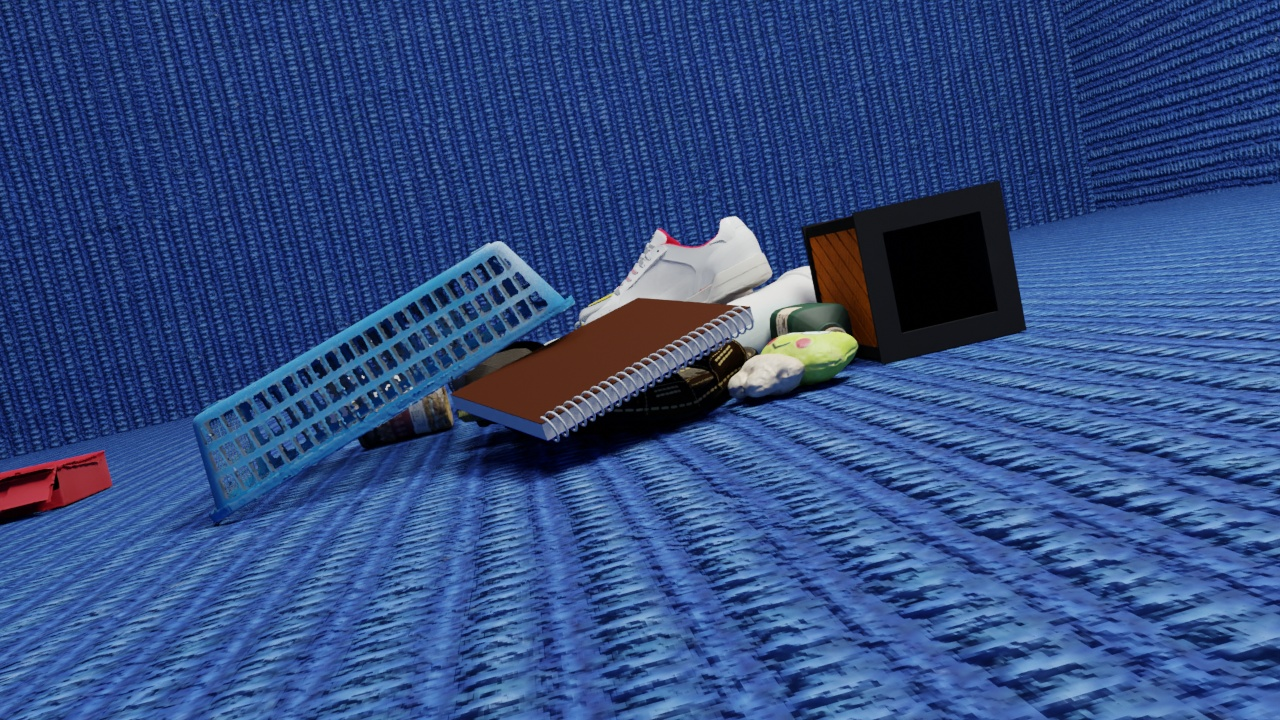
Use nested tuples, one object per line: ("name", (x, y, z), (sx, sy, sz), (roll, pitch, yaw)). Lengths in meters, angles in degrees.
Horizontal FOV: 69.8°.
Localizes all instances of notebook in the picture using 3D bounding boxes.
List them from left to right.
("notebook", (-0.031, -0.001, 0.762), (0.208, 0.022, 0.172), (-29, 21, -29))

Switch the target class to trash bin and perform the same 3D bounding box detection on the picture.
("trash bin", (0.265, -0.086, 0.919), (0.139, 0.140, 0.172), (-13, 5, -4))

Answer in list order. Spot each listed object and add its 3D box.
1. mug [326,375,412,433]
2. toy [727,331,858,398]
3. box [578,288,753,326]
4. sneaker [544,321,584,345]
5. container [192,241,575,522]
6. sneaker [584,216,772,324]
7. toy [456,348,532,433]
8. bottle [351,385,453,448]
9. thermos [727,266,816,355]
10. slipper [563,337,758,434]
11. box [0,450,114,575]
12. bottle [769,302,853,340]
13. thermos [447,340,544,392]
("mug", (-0.347, 0.062, 1.212), (0.096, 0.079, 0.112), (-17, 35, -39))
("toy", (0.129, 0.005, 0.802), (0.115, 0.046, 0.092), (-24, 13, -28))
("box", (0.037, -0.058, 1.144), (0.210, 0.130, 0.036), (-27, 40, 10))
("sneaker", (-0.031, -0.027, 1.236), (0.242, 0.089, 0.090), (-16, 21, 1))
("container", (-0.255, 0.002, 0.899), (0.361, 0.089, 0.257), (-32, 9, -10))
("sneaker", (0.026, -0.094, 1.064), (0.237, 0.104, 0.090), (-25, -5, 21))
("toy", (-0.106, 0.031, 0.889), (0.179, 0.078, 0.153), (-18, 11, -28))
("bottle", (-0.276, 0.063, 1.067), (0.105, 0.056, 0.056), (-13, 5, -6))
("thermos", (0.143, -0.044, 1.028), (0.219, 0.099, 0.100), (-21, 9, -38))
("slipper", (0.022, 0.010, 0.820), (0.113, 0.076, 0.267), (-9, 6, 38))
("box", (-0.823, 0.176, 1.188), (0.214, 0.165, 0.153), (-14, 49, -3))
("bottle", (0.173, -0.025, 0.907), (0.061, 0.061, 0.131), (-11, 5, -5))
("thermos", (-0.179, 0.019, 1.167), (0.082, 0.082, 0.241), (-15, 6, -24))
